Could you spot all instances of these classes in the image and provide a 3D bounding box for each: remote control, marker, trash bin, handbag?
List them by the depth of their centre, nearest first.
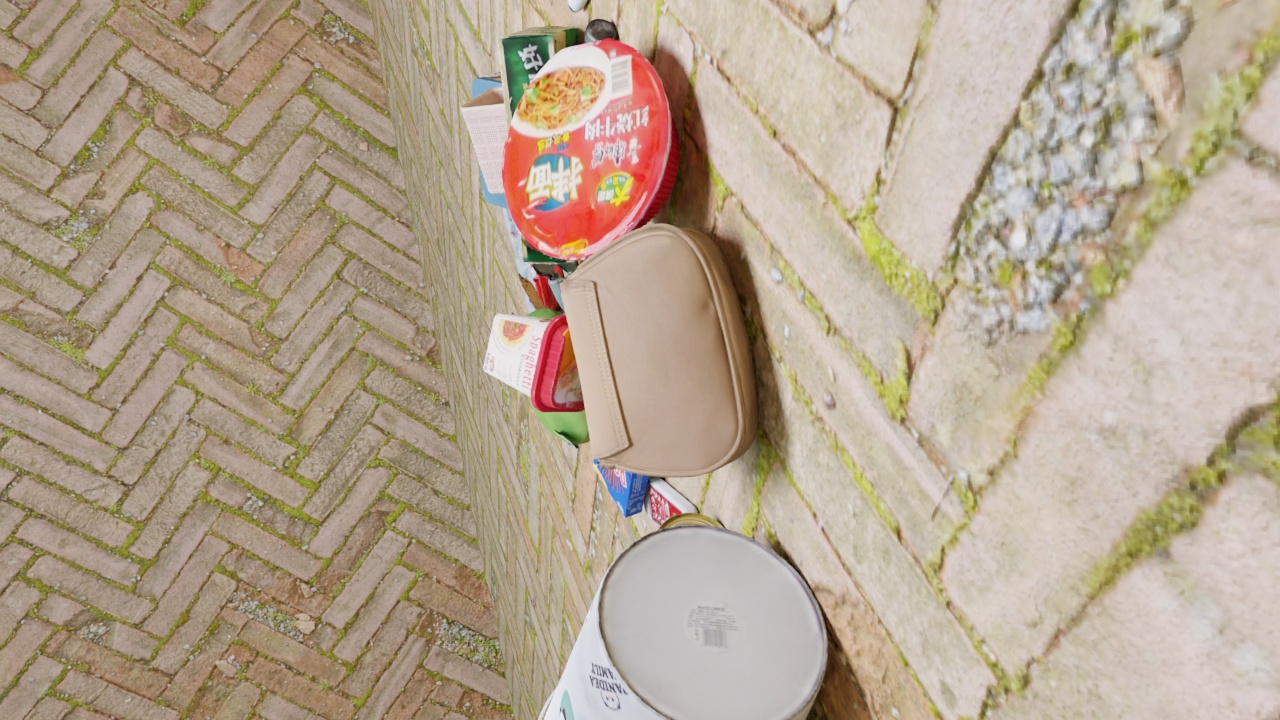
[{"bbox_3d":[0.018,-0.005,0.761,0.099,0.148,0.204,-7,-94,-71],"label":"handbag"},{"bbox_3d":[0.033,0.287,0.785,0.253,0.229,0.229,104,150,-42],"label":"trash bin"},{"bbox_3d":[-0.050,-0.381,0.907,0.131,0.018,0.022,166,101,-71],"label":"marker"},{"bbox_3d":[0.031,0.166,1.010,0.136,0.020,0.056,-151,50,-66],"label":"remote control"}]

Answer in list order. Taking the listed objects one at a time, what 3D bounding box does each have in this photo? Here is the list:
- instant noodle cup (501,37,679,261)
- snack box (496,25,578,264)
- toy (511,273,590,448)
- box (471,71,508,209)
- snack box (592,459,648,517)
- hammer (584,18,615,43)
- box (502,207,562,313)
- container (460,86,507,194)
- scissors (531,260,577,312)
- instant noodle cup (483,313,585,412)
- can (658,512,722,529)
[{"bbox_3d":[-0.034,-0.181,0.817,0.194,0.065,0.193,-3,86,38],"label":"instant noodle cup"},{"bbox_3d":[-0.099,-0.235,1.002,0.114,0.063,0.240,-68,-24,-65],"label":"snack box"},{"bbox_3d":[-0.118,0.010,1.246,0.246,0.089,0.228,66,153,17],"label":"toy"},{"bbox_3d":[-0.167,-0.281,1.204,0.090,0.059,0.184,20,124,35],"label":"box"},{"bbox_3d":[-0.020,0.096,1.029,0.084,0.026,0.157,53,149,37],"label":"snack box"},{"bbox_3d":[-0.019,-0.163,0.892,0.126,0.032,0.323,115,145,-64],"label":"hammer"},{"bbox_3d":[-0.156,-0.159,1.335,0.158,0.037,0.201,156,101,-72],"label":"box"},{"bbox_3d":[-0.147,-0.265,1.103,0.089,0.090,0.111,-56,-38,-53],"label":"container"},{"bbox_3d":[-0.107,-0.121,1.116,0.180,0.019,0.139,35,-138,-69],"label":"scissors"},{"bbox_3d":[-0.116,-0.005,1.111,0.124,0.116,0.116,17,98,34],"label":"instant noodle cup"},{"bbox_3d":[0.045,0.213,0.910,0.111,0.075,0.075,98,153,-47],"label":"can"}]
